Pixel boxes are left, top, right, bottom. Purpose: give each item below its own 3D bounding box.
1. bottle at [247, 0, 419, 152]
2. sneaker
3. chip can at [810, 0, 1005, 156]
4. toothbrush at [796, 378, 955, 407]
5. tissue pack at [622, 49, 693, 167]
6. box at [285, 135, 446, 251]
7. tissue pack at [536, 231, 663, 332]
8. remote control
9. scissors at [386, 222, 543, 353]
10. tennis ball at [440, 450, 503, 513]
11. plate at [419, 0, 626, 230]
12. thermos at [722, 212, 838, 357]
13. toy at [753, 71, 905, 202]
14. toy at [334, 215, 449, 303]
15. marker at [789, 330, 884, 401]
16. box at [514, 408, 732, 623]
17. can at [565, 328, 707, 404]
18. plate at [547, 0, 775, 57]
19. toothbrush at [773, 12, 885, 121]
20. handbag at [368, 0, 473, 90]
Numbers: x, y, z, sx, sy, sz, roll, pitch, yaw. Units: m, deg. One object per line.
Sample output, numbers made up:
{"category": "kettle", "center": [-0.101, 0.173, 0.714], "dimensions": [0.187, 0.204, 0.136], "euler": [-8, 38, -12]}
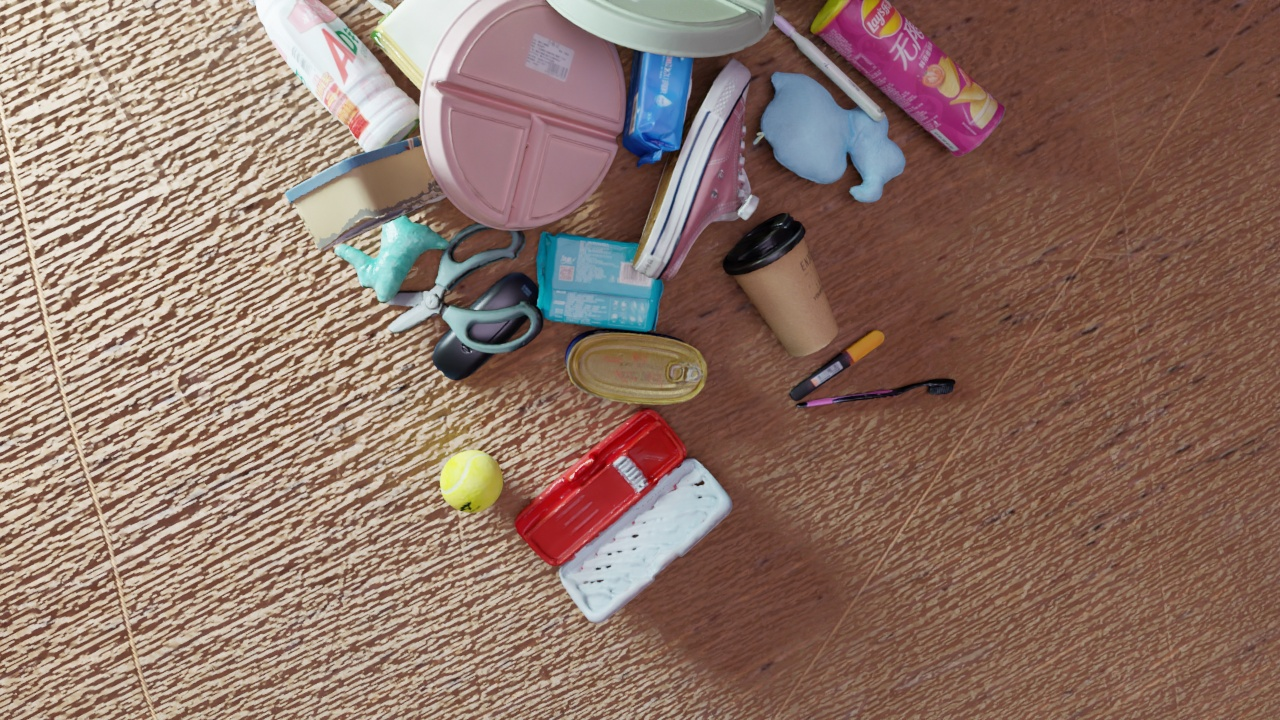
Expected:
{"category": "bottle", "center": [-0.296, -0.288, 0.870], "dimensions": [0.068, 0.068, 0.197], "euler": [-42, 99, 0]}
{"category": "sneaker", "center": [0.072, -0.181, 0.914], "dimensions": [0.088, 0.118, 0.240], "euler": [23, 78, -11]}
{"category": "chip can", "center": [0.278, -0.303, 0.952], "dimensions": [0.210, 0.071, 0.071], "euler": [36, 93, -14]}
{"category": "toothbrush", "center": [0.268, 0.041, 1.041], "dimensions": [0.189, 0.014, 0.018], "euler": [-8, 113, -7]}
{"category": "tissue pack", "center": [0.020, -0.272, 0.906], "dimensions": [0.052, 0.095, 0.157], "euler": [6, 97, -11]}
{"category": "box", "center": [-0.236, -0.157, 0.837], "dimensions": [0.090, 0.183, 0.063], "euler": [-19, 102, 25]}
{"category": "tissue pack", "center": [-0.043, -0.081, 0.951], "dimensions": [0.133, 0.050, 0.093], "euler": [6, 100, -10]}
{"category": "remote control", "center": [-0.160, -0.035, 0.954], "dimensions": [0.053, 0.024, 0.136], "euler": [44, 91, -13]}
{"category": "scissors", "center": [-0.173, -0.054, 0.932], "dimensions": [0.176, 0.019, 0.172], "euler": [-35, 82, 0]}
{"category": "tennis ball", "center": [-0.176, 0.126, 0.959], "dimensions": [0.065, 0.065, 0.065], "euler": [-2, 100, -9]}
{"category": "plate", "center": [-0.099, -0.232, 0.862], "dimensions": [0.228, 0.028, 0.230], "euler": [-21, 124, -36]}
{"category": "thermos", "center": [0.152, -0.078, 0.966], "dimensions": [0.093, 0.093, 0.143], "euler": [-33, 110, -2]}
{"category": "toy", "center": [0.195, -0.233, 0.959], "dimensions": [0.156, 0.050, 0.161], "euler": [-22, 91, -19]}
{"category": "toy", "center": [-0.255, -0.106, 0.925], "dimensions": [0.096, 0.030, 0.092], "euler": [29, 92, -6]}
{"category": "marker", "center": [0.219, 0.006, 1.027], "dimensions": [0.124, 0.015, 0.018], "euler": [-36, 102, 1]}
{"category": "box", "center": [-0.019, 0.165, 0.994], "dimensions": [0.201, 0.063, 0.160], "euler": [-41, 84, -1]}
{"category": "can", "center": [-0.006, 0.006, 0.973], "dimensions": [0.148, 0.049, 0.074], "euler": [5, 99, -10]}
{"category": "plate", "center": [0.016, -0.356, 0.843], "dimensions": [0.230, 0.229, 0.028], "euler": [4, 140, -10]}
{"category": "toothbrush", "center": [0.183, -0.315, 0.945], "dimensions": [0.189, 0.020, 0.029], "euler": [44, 50, -4]}
{"category": "handbag", "center": [-0.181, -0.345, 0.886], "dimensions": [0.163, 0.063, 0.179], "euler": [-44, 88, 0]}
